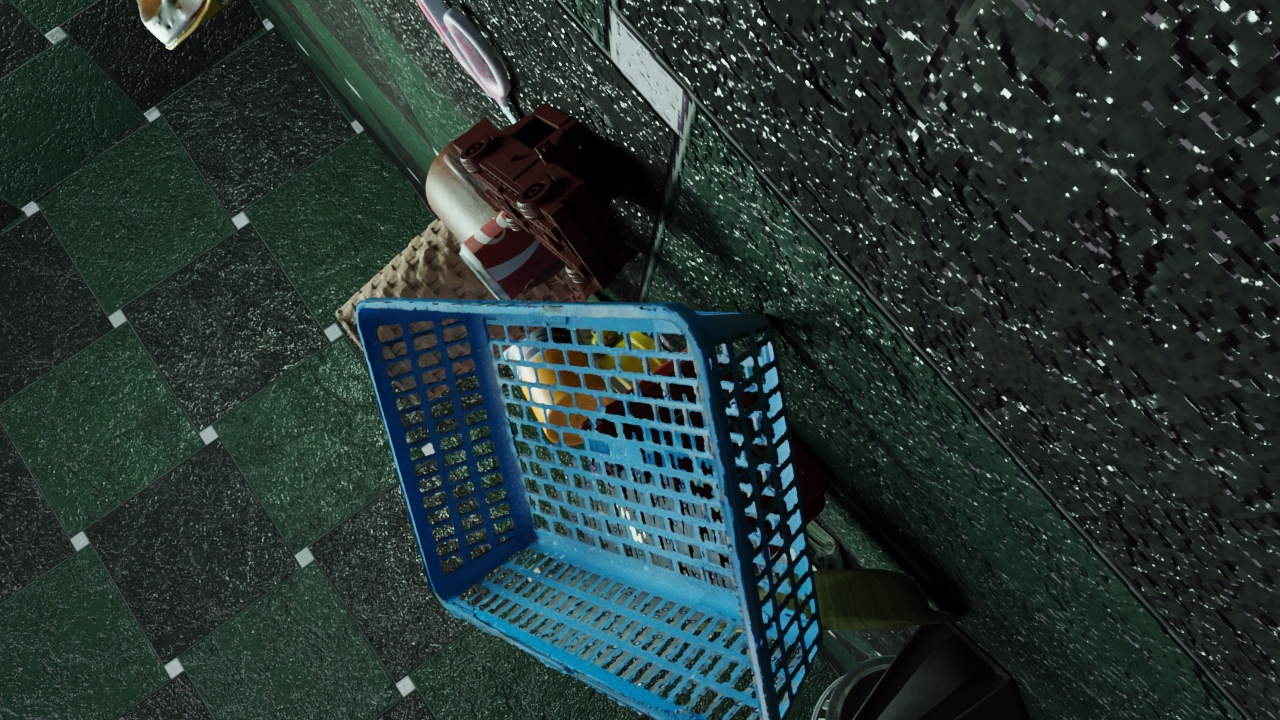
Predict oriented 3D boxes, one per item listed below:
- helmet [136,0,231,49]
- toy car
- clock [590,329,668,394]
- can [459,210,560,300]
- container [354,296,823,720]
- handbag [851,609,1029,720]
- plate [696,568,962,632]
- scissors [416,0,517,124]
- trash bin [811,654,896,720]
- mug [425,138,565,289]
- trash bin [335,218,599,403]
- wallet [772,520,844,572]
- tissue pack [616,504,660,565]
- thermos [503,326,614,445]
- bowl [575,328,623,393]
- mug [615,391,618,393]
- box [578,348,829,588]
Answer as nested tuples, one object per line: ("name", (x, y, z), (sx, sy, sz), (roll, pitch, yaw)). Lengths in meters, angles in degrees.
("helmet", (-0.261, -0.305, 0.476), (0.209, 0.139, 0.240), (49, 162, 0))
("toy car", (-0.053, -0.105, 0.551), (0.070, 0.062, 0.170), (53, 173, -37))
("clock", (-0.005, 0.005, 0.919), (0.119, 0.057, 0.083), (35, 167, 42))
("can", (-0.078, -0.090, 0.661), (0.054, 0.096, 0.054), (49, 174, 6))
("container", (-0.041, 0.074, 0.599), (0.363, 0.089, 0.257), (6, 112, 48))
("handbag", (0.201, 0.317, 0.706), (0.072, 0.195, 0.176), (43, 172, 47))
("plate", (0.127, 0.166, 0.646), (0.184, 0.184, 0.036), (73, -166, -76))
("scissors", (-0.091, -0.175, 0.630), (0.101, 0.016, 0.178), (43, 171, 46))
("trash bin", (0.265, 0.399, 0.976), (0.164, 0.164, 0.227), (47, 170, 25))
("mug", (-0.118, -0.128, 0.724), (0.110, 0.096, 0.123), (41, 178, 34))
("trash bin", (-0.158, -0.064, 0.865), (0.151, 0.210, 0.151), (48, 175, 5))
("wallet", (0.160, 0.190, 0.921), (0.100, 0.054, 0.132), (36, 166, 32))
("tissue pack", (0.042, 0.172, 1.016), (0.066, 0.117, 0.209), (65, 174, -13))
("thermos", (-0.108, -0.020, 0.957), (0.232, 0.076, 0.091), (56, 168, 42))
("bowl", (-0.052, -0.007, 1.034), (0.115, 0.062, 0.115), (53, 152, 43))
("mug", (0.007, 0.053, 1.088), (0.122, 0.085, 0.094), (2, 140, 43))
("box", (0.052, 0.089, 0.709), (0.157, 0.137, 0.127), (48, 166, 25))
